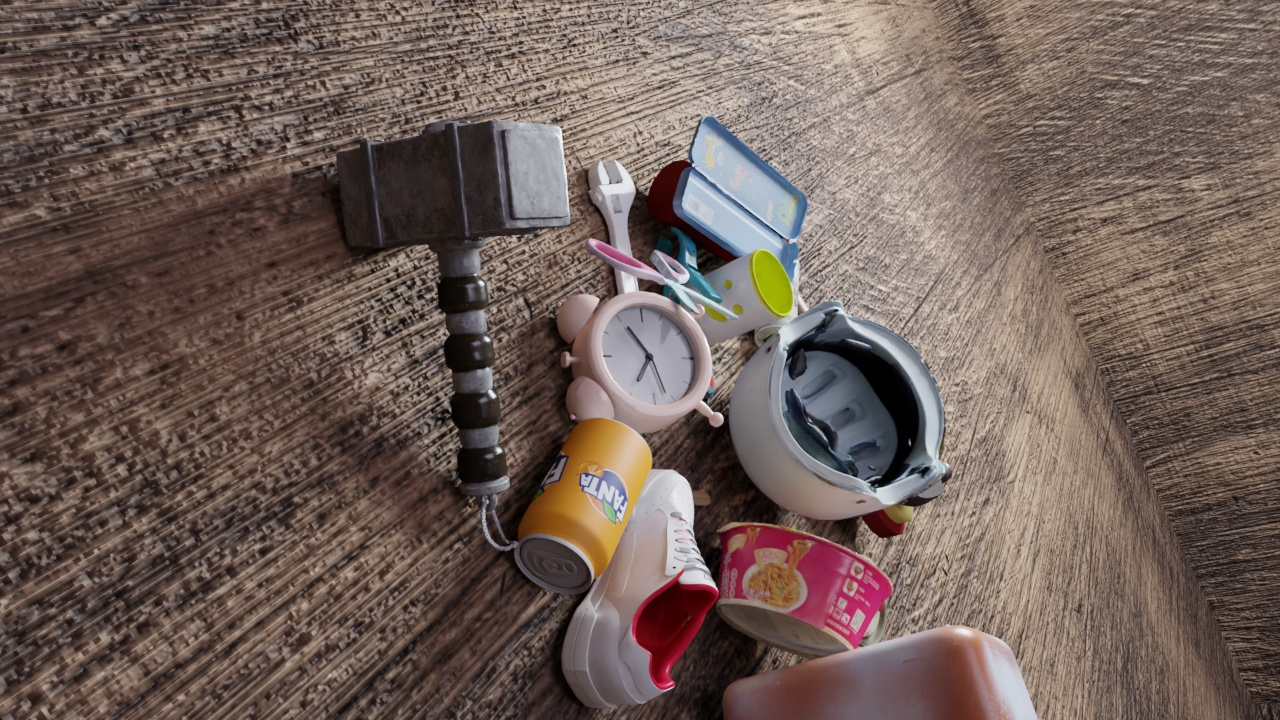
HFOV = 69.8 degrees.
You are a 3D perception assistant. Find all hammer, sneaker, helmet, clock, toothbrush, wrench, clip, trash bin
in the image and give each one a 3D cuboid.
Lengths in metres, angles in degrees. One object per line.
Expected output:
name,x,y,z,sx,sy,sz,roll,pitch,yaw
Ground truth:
hammer,-0.133,-0.016,0.706,0.079,0.177,0.326,-15,103,-54
sneaker,0.024,0.187,0.794,0.090,0.104,0.235,61,35,-27
hammer,0.280,0.044,1.187,0.115,0.033,0.323,-14,64,-38
helmet,0.214,0.071,1.048,0.263,0.164,0.236,-24,78,-39
clock,-0.005,0.005,0.891,0.160,0.086,0.131,4,67,-32
toothbrush,0.019,0.134,0.905,0.166,0.016,0.016,14,62,-49
clock,0.250,0.276,1.095,0.093,0.055,0.140,42,50,-31
wrench,-0.016,-0.093,0.983,0.066,0.018,0.273,11,64,-50
clip,0.038,-0.092,1.034,0.027,0.104,0.120,27,44,-46
trash bin,0.222,0.346,0.827,0.181,0.260,0.157,31,43,-50

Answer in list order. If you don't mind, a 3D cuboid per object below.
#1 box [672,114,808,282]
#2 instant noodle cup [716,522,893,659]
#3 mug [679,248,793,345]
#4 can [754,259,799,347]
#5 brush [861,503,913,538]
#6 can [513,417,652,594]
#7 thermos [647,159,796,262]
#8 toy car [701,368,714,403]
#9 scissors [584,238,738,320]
box,0.122,-0.182,1.069,0.208,0.021,0.125,28,68,-40
instant noodle cup,0.150,0.234,0.903,0.178,0.179,0.077,41,59,-32
mug,0.110,-0.071,1.055,0.082,0.106,0.082,28,51,-41
can,0.178,-0.079,1.193,0.054,0.054,0.135,39,44,-33
brush,0.324,0.146,1.200,0.082,0.042,0.173,44,42,-29
can,-0.047,0.119,0.772,0.079,0.079,0.142,52,38,-21
thermos,0.097,-0.177,1.128,0.198,0.084,0.108,21,23,-43
toy car,0.054,0.007,1.009,0.107,0.028,0.060,33,48,-38
scissors,0.026,-0.087,0.945,0.170,0.014,0.173,26,18,3
